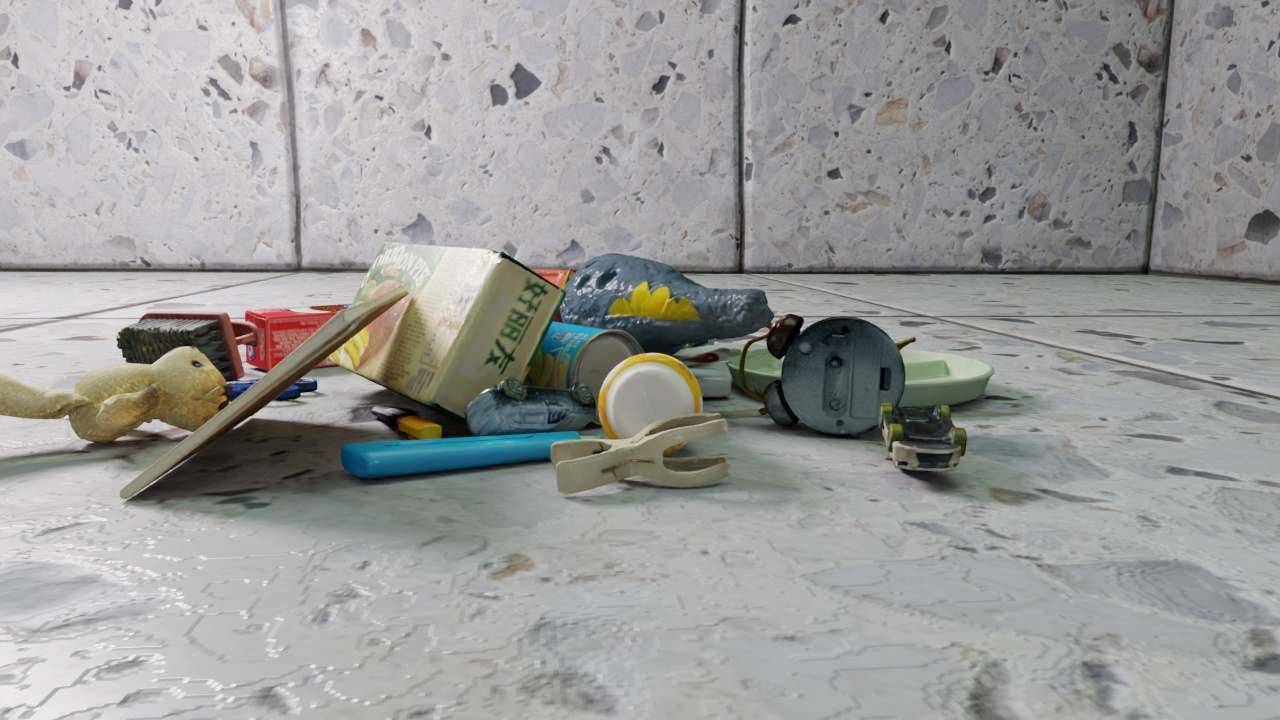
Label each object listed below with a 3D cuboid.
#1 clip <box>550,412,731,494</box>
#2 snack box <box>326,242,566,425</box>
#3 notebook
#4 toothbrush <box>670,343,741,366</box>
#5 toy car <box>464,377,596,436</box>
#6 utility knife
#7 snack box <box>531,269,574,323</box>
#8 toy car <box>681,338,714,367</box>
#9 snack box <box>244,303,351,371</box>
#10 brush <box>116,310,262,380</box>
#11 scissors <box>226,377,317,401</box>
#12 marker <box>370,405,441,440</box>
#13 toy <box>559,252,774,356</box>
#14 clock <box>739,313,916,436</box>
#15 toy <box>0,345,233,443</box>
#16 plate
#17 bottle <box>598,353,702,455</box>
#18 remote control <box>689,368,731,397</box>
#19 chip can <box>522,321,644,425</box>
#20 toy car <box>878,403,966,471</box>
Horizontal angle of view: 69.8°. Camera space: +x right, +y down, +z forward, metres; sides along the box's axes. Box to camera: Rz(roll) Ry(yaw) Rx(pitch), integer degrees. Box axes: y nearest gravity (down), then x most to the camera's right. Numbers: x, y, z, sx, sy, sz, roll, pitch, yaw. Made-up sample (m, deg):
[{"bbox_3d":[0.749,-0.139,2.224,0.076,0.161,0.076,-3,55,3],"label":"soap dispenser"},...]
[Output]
[{"bbox_3d":[0.000,0.052,0.510,0.100,0.034,0.070,-5,10,-6],"label":"clip"},{"bbox_3d":[-0.158,-0.025,0.699,0.063,0.114,0.240,31,-10,-33],"label":"snack box"},{"bbox_3d":[-0.219,0.009,0.571,0.149,0.012,0.211,-38,11,1],"label":"notebook"},{"bbox_3d":[-0.005,0.005,0.807,0.188,0.016,0.017,-8,16,7],"label":"toothbrush"},{"bbox_3d":[-0.069,0.035,0.594,0.090,0.034,0.043,5,-35,-41],"label":"toy car"},{"bbox_3d":[-0.093,0.053,0.547,0.160,0.018,0.034,-2,8,-27],"label":"utility knife"},{"bbox_3d":[-0.088,-0.036,0.859,0.082,0.080,0.091,3,34,15],"label":"snack box"},{"bbox_3d":[0.041,-0.010,0.934,0.049,0.031,0.105,5,11,23],"label":"toy car"},{"bbox_3d":[-0.299,-0.028,0.956,0.057,0.058,0.207,13,14,43],"label":"snack box"},{"bbox_3d":[-0.423,-0.018,0.860,0.146,0.063,0.069,4,21,31],"label":"brush"},{"bbox_3d":[-0.354,0.025,0.746,0.173,0.012,0.126,-5,9,-24],"label":"scissors"},{"bbox_3d":[-0.163,0.043,0.632,0.018,0.015,0.124,-3,6,-31],"label":"marker"},{"bbox_3d":[0.000,-0.048,0.779,0.138,0.091,0.356,-9,10,-8],"label":"toy"},{"bbox_3d":[0.129,0.009,0.646,0.122,0.082,0.055,4,5,14],"label":"clock"},{"bbox_3d":[-0.348,0.020,0.589,0.157,0.066,0.105,3,-11,-29],"label":"toy"},{"bbox_3d":[0.189,0.012,0.810,0.230,0.027,0.230,0,9,0],"label":"plate"},{"bbox_3d":[0.008,0.026,0.585,0.063,0.063,0.108,1,1,3],"label":"bottle"},{"bbox_3d":[0.006,0.019,0.773,0.136,0.020,0.056,0,9,-8],"label":"remote control"},{"bbox_3d":[-0.087,-0.001,0.728,0.071,0.071,0.211,-6,11,-39],"label":"chip can"},{"bbox_3d":[0.164,0.047,0.539,0.042,0.035,0.090,0,9,9],"label":"toy car"}]
